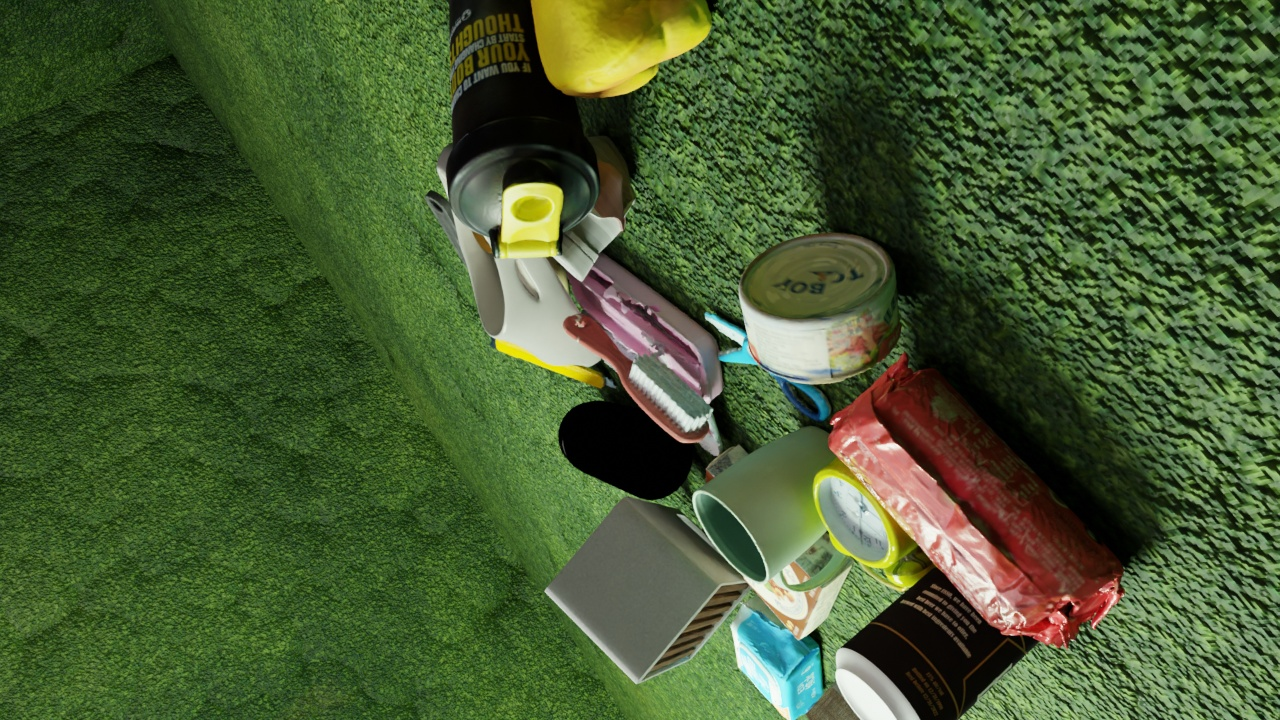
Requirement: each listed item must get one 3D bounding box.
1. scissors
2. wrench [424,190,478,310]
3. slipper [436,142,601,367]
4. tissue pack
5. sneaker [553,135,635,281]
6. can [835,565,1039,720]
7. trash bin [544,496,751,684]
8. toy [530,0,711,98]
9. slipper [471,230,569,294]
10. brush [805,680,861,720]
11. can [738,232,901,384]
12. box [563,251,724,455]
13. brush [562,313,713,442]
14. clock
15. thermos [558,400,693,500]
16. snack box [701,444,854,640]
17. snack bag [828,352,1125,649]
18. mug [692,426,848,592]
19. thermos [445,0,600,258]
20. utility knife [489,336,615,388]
[{"bbox_3d":[0.095,0.003,0.686,0.118,0.013,0.140,58,158,-9],"label":"scissors"},{"bbox_3d":[-0.164,-0.088,0.927,0.073,0.018,0.273,30,163,20],"label":"wrench"},{"bbox_3d":[-0.125,-0.072,0.832,0.113,0.080,0.266,41,167,40],"label":"slipper"},{"bbox_3d":[0.144,0.317,0.980,0.093,0.061,0.145,41,155,39],"label":"tissue pack"},{"bbox_3d":[-0.048,-0.133,0.731,0.099,0.089,0.236,44,-174,-18],"label":"sneaker"},{"bbox_3d":[0.184,0.170,0.555,0.072,0.128,0.072,47,159,25],"label":"can"},{"bbox_3d":[0.020,0.223,0.907,0.114,0.114,0.229,40,-179,20],"label":"trash bin"},{"bbox_3d":[-0.048,-0.244,0.530,0.194,0.087,0.134,63,164,-18],"label":"toy"},{"bbox_3d":[-0.144,-0.144,0.927,0.111,0.079,0.262,45,157,39],"label":"slipper"},{"bbox_3d":[0.171,0.197,0.608,0.045,0.142,0.008,43,160,12],"label":"brush"},{"bbox_3d":[0.099,-0.031,0.509,0.086,0.086,0.043,35,152,46],"label":"can"},{"bbox_3d":[0.005,-0.010,0.844,0.201,0.037,0.153,40,157,38],"label":"box"},{"bbox_3d":[-0.005,0.005,0.780,0.172,0.040,0.030,42,136,27],"label":"brush"},{"bbox_3d":[0.161,0.103,0.612,0.083,0.057,0.119,28,140,50],"label":"clock"},{"bbox_3d":[-0.028,0.090,0.997,0.086,0.086,0.199,62,160,-15],"label":"thermos"},{"bbox_3d":[0.118,0.168,0.839,0.147,0.041,0.143,46,159,26],"label":"snack box"},{"bbox_3d":[0.180,0.078,0.502,0.176,0.082,0.082,49,159,18],"label":"snack bag"},{"bbox_3d":[0.111,0.114,0.678,0.111,0.103,0.084,60,160,-7],"label":"mug"},{"bbox_3d":[-0.084,-0.170,0.605,0.098,0.098,0.220,95,166,-60],"label":"thermos"},{"bbox_3d":[-0.101,0.003,1.044,0.159,0.017,0.030,23,152,14],"label":"utility knife"}]
